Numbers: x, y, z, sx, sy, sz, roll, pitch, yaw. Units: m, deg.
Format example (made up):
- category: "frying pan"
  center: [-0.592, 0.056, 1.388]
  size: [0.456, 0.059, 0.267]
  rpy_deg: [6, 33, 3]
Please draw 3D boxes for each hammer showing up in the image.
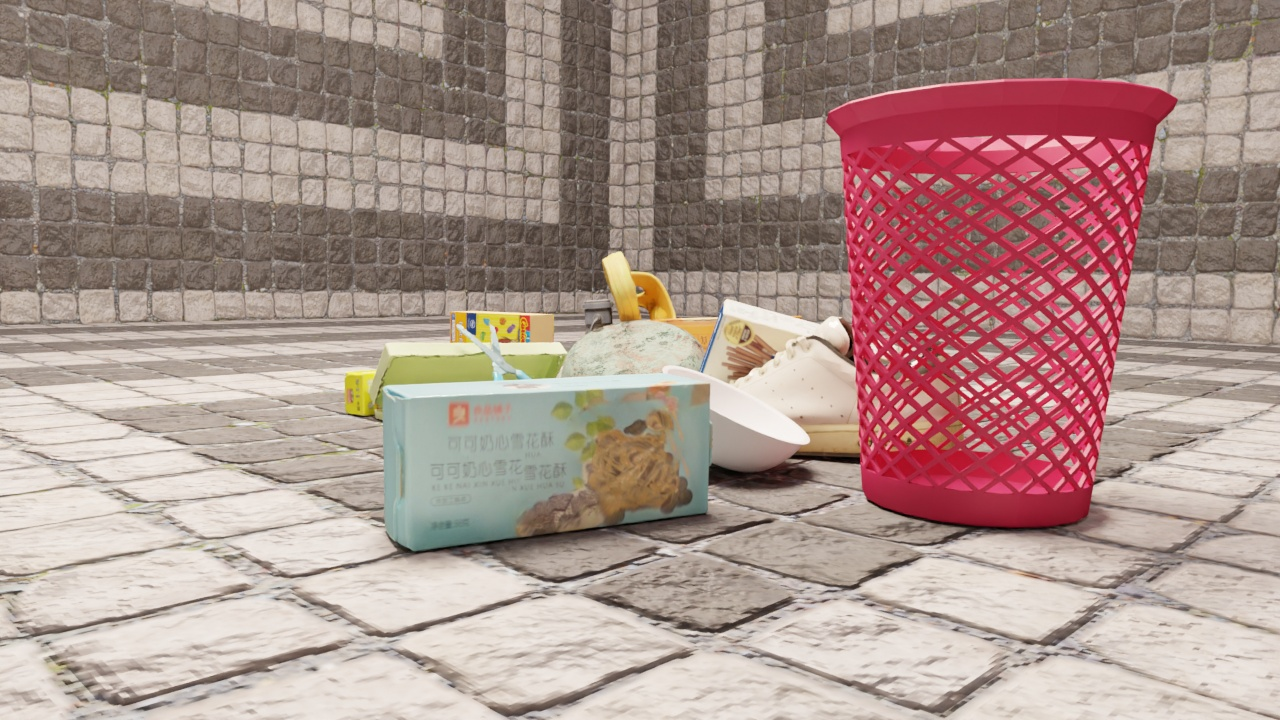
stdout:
- category: "hammer"
  center: [-0.057, -0.025, 1.165]
  size: [0.044, 0.098, 0.322]
  rpy_deg: [-4, 5, 0]

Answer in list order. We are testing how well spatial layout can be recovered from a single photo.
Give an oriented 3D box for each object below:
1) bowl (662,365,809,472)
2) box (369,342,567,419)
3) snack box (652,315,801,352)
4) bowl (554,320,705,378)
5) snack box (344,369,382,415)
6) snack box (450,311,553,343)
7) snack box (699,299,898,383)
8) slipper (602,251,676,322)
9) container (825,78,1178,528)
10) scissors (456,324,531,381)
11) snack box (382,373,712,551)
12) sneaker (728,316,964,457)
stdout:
- category: "bowl"
  center: [0.057, 0.047, 0.626]
  size: [0.110, 0.040, 0.110]
  rpy_deg: [24, 11, -5]
- category: "box"
  center: [-0.156, 0.026, 0.867]
  size: [0.187, 0.089, 0.078]
  rpy_deg: [-4, -24, -38]
- category: "snack box"
  center: [0.086, -0.013, 1.162]
  size: [0.195, 0.080, 0.145]
  rpy_deg: [-3, 1, -25]
- category: "bowl"
  center: [-0.005, 0.005, 0.836]
  size: [0.157, 0.039, 0.157]
  rpy_deg: [-4, 29, 2]
- category: "snack box"
  center: [-0.220, 0.027, 0.903]
  size: [0.029, 0.040, 0.147]
  rpy_deg: [4, 5, 38]
- category: "snack box"
  center: [-0.162, -0.011, 1.064]
  size: [0.126, 0.088, 0.040]
  rpy_deg: [4, 6, 35]
- category: "snack box"
  center: [0.129, 0.006, 0.764]
  size: [0.150, 0.082, 0.026]
  rpy_deg: [15, 37, -1]
- category: "slipper"
  center: [0.003, -0.075, 1.267]
  size: [0.078, 0.099, 0.263]
  rpy_deg: [-19, -21, 1]
- category: "container"
  center: [0.199, -0.029, 0.534]
  size: [0.183, 0.226, 0.183]
  rpy_deg: [1, 5, 0]
- category: "scissors"
  center: [-0.110, 0.017, 0.832]
  size: [0.125, 0.136, 0.015]
  rpy_deg: [21, -52, -34]
- category: "snack box"
  center: [-0.046, 0.048, 0.483]
  size: [0.174, 0.075, 0.053]
  rpy_deg: [-2, 5, -30]
- category: "sneaker"
  center: [0.122, 0.017, 0.703]
  size: [0.242, 0.102, 0.088]
  rpy_deg: [2, 5, 24]
